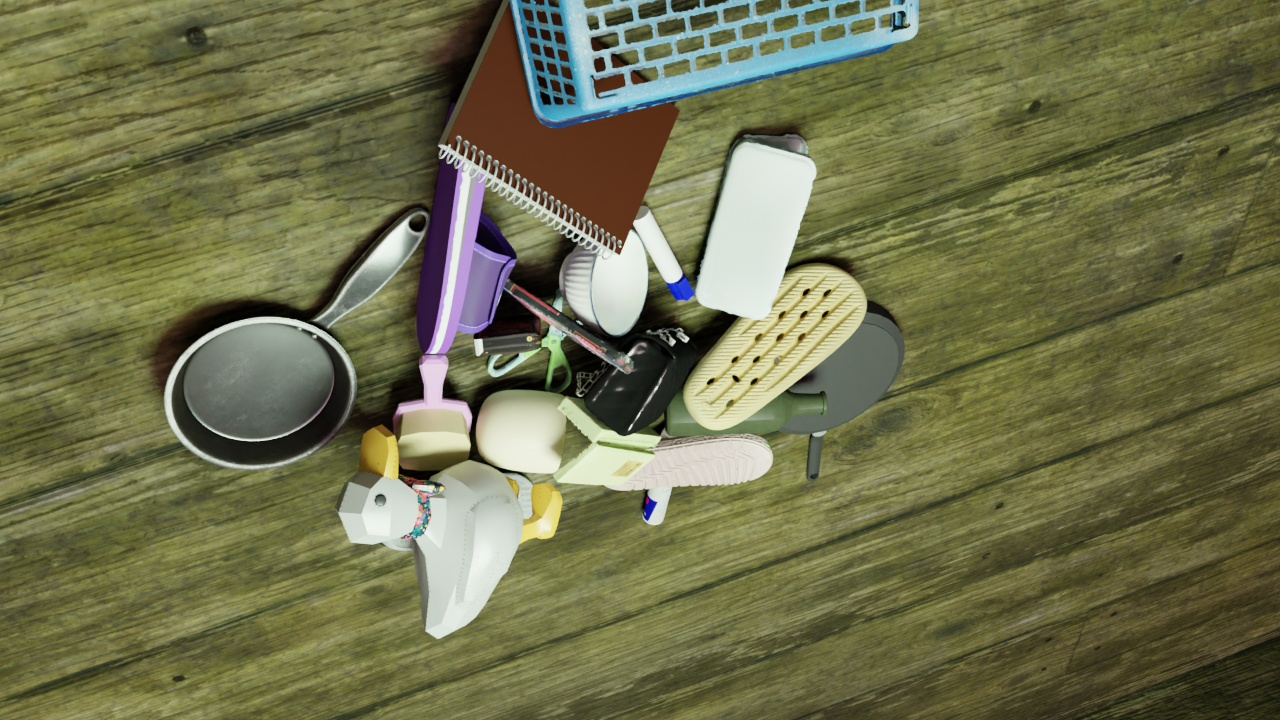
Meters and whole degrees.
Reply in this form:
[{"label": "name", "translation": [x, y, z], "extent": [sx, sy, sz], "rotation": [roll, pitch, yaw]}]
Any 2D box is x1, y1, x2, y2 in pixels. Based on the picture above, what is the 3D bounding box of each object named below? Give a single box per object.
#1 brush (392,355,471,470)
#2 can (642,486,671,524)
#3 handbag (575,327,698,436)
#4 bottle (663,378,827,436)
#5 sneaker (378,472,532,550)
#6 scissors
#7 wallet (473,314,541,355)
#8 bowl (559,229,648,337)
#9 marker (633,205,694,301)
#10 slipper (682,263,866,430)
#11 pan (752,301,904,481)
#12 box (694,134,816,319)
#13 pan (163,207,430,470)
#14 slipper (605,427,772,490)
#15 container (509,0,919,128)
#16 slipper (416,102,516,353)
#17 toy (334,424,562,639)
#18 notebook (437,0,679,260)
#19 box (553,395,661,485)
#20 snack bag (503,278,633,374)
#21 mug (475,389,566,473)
[{"label": "brush", "translation": [-0.233, 0.064, 1.030], "extent": [0.089, 0.043, 0.229], "rotation": [-1, 153, -14]}, {"label": "can", "translation": [0.025, 0.195, 1.320], "extent": [0.032, 0.032, 0.095], "rotation": [-5, 133, -18]}, {"label": "handbag", "translation": [-0.006, 0.007, 1.073], "extent": [0.125, 0.115, 0.153], "rotation": [-53, 168, 12]}, {"label": "bottle", "translation": [0.134, 0.059, 1.179], "extent": [0.207, 0.071, 0.072], "rotation": [-2, 133, -2]}, {"label": "sneaker", "translation": [-0.245, 0.197, 1.177], "extent": [0.235, 0.089, 0.088], "rotation": [-2, 174, -40]}, {"label": "scissors", "translation": [-0.108, -0.023, 1.075], "extent": [0.159, 0.024, 0.172], "rotation": [-1, 127, -13]}, {"label": "wallet", "translation": [-0.141, -0.028, 0.982], "extent": [0.072, 0.123, 0.019], "rotation": [-7, 103, -6]}, {"label": "bowl", "translation": [-0.046, -0.087, 0.992], "extent": [0.062, 0.117, 0.118], "rotation": [9, 145, 29]}, {"label": "marker", "translation": [0.025, -0.118, 1.032], "extent": [0.023, 0.027, 0.133], "rotation": [-43, 136, -10]}, {"label": "slipper", "translation": [0.157, -0.018, 1.131], "extent": [0.261, 0.079, 0.111], "rotation": [-41, 90, -6]}, {"label": "pan", "translation": [0.258, 0.063, 1.293], "extent": [0.225, 0.034, 0.357], "rotation": [-14, 134, -9]}, {"label": "box", "translation": [0.124, -0.141, 1.015], "extent": [0.122, 0.083, 0.216], "rotation": [-8, 134, -20]}, {"label": "pan", "translation": [-0.340, -0.027, 0.954], "extent": [0.357, 0.055, 0.187], "rotation": [-49, 131, 7]}, {"label": "slipper", "translation": [0.058, 0.123, 1.248], "extent": [0.239, 0.064, 0.094], "rotation": [-8, 134, 8]}, {"label": "container", "translation": [0.072, -0.342, 0.750], "extent": [0.362, 0.089, 0.257], "rotation": [-16, 122, -11]}, {"label": "slipper", "translation": [-0.159, -0.117, 0.908], "extent": [0.084, 0.107, 0.267], "rotation": [1, 126, -23]}, {"label": "toy", "translation": [-0.220, 0.189, 1.038], "extent": [0.267, 0.141, 0.246], "rotation": [-2, 94, -50]}, {"label": "notebook", "translation": [-0.068, -0.212, 0.846], "extent": [0.209, 0.022, 0.171], "rotation": [28, 80, -39]}, {"label": "box", "translation": [-0.049, 0.093, 1.113], "extent": [0.091, 0.083, 0.188], "rotation": [-36, 160, 11]}, {"label": "snack bag", "translation": [-0.076, -0.036, 0.980], "extent": [0.018, 0.155, 0.074], "rotation": [-55, 163, -4]}, {"label": "mug", "translation": [-0.150, 0.090, 1.111], "extent": [0.099, 0.096, 0.120], "rotation": [7, 143, -14]}]
